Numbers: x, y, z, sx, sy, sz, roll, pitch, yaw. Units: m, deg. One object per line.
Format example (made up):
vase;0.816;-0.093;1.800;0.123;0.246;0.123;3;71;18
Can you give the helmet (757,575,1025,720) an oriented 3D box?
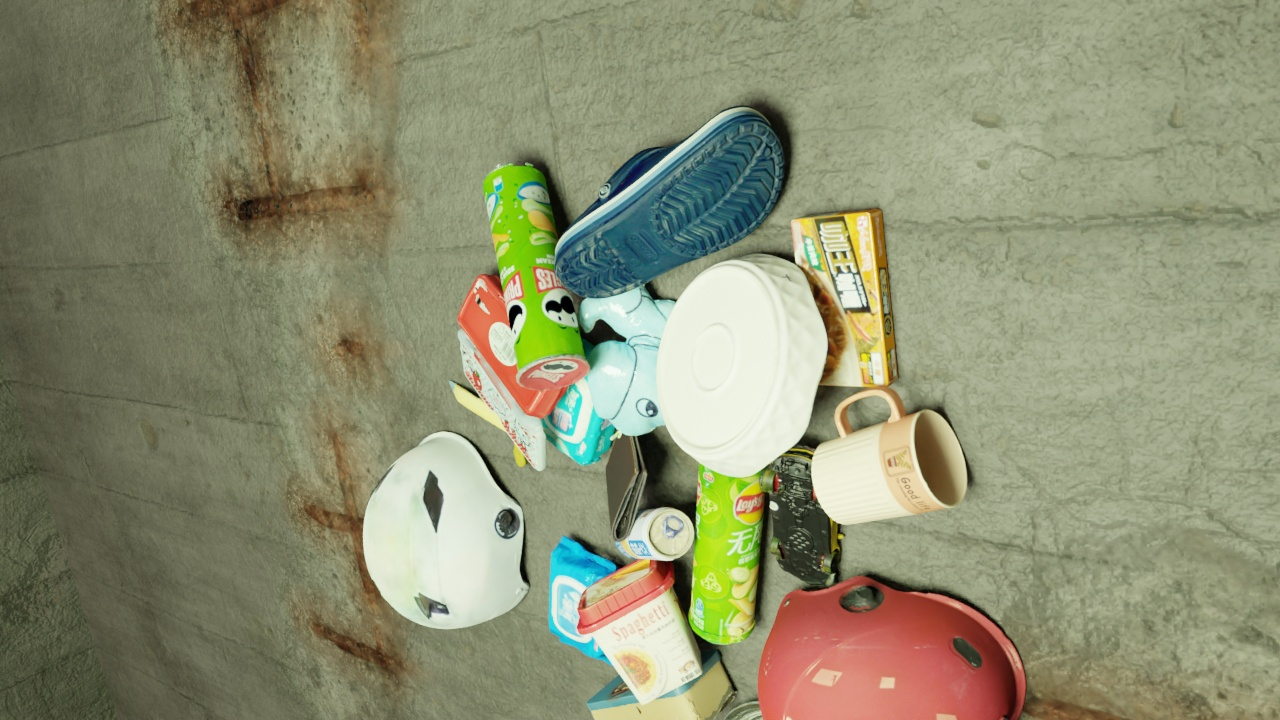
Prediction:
helmet;0.213;0.317;0.836;0.241;0.143;0.207;-19;99;37

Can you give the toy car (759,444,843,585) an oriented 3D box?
toy car;0.158;0.151;0.887;0.071;0.041;0.156;12;126;32

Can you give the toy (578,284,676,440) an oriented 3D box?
toy;-0.006;0.005;0.941;0.161;0.049;0.156;31;100;-10

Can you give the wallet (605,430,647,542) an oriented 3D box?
wallet;-0.018;0.119;0.982;0.020;0.122;0.096;12;118;-14

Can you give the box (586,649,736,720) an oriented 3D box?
box;0.027;0.388;1.052;0.185;0.089;0.062;-31;86;39

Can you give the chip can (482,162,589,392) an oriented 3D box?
chip can;-0.110;-0.088;0.934;0.072;0.072;0.235;-37;57;41

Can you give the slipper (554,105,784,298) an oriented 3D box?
slipper;0.025;-0.146;0.858;0.253;0.105;0.095;-32;43;28

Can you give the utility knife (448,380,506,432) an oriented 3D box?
utility knife;-0.196;0.059;1.140;0.167;0.018;0.031;21;122;39

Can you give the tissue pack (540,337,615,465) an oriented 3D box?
tissue pack;-0.068;0.040;1.023;0.093;0.050;0.134;32;123;28

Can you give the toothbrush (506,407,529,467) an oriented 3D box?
toothbrush;-0.164;0.038;1.123;0.016;0.016;0.190;-6;101;41

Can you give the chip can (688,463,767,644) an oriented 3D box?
chip can;0.089;0.185;0.937;0.073;0.072;0.221;16;116;33

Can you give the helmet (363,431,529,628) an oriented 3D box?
helmet;-0.276;0.237;1.199;0.229;0.145;0.259;3;108;38

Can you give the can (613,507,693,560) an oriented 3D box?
can;0.012;0.184;0.971;0.053;0.053;0.135;62;161;2

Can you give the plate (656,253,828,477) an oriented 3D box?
plate;0.081;0.001;0.835;0.205;0.045;0.204;-18;68;53

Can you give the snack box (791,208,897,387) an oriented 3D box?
snack box;0.180;-0.053;0.807;0.075;0.026;0.154;1;106;38

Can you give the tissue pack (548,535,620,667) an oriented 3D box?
tissue pack;-0.067;0.297;1.116;0.095;0.052;0.157;18;117;33

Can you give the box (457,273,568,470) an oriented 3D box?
box;-0.150;0.011;1.030;0.201;0.058;0.161;47;131;40

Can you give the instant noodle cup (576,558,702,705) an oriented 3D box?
instant noodle cup;0.004;0.293;1.002;0.116;0.116;0.124;-28;91;2

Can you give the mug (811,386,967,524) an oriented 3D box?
mug;0.208;0.082;0.798;0.106;0.081;0.114;-23;89;43

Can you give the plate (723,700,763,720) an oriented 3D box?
plate;0.164;0.452;1.009;0.180;0.024;0.179;13;113;33
